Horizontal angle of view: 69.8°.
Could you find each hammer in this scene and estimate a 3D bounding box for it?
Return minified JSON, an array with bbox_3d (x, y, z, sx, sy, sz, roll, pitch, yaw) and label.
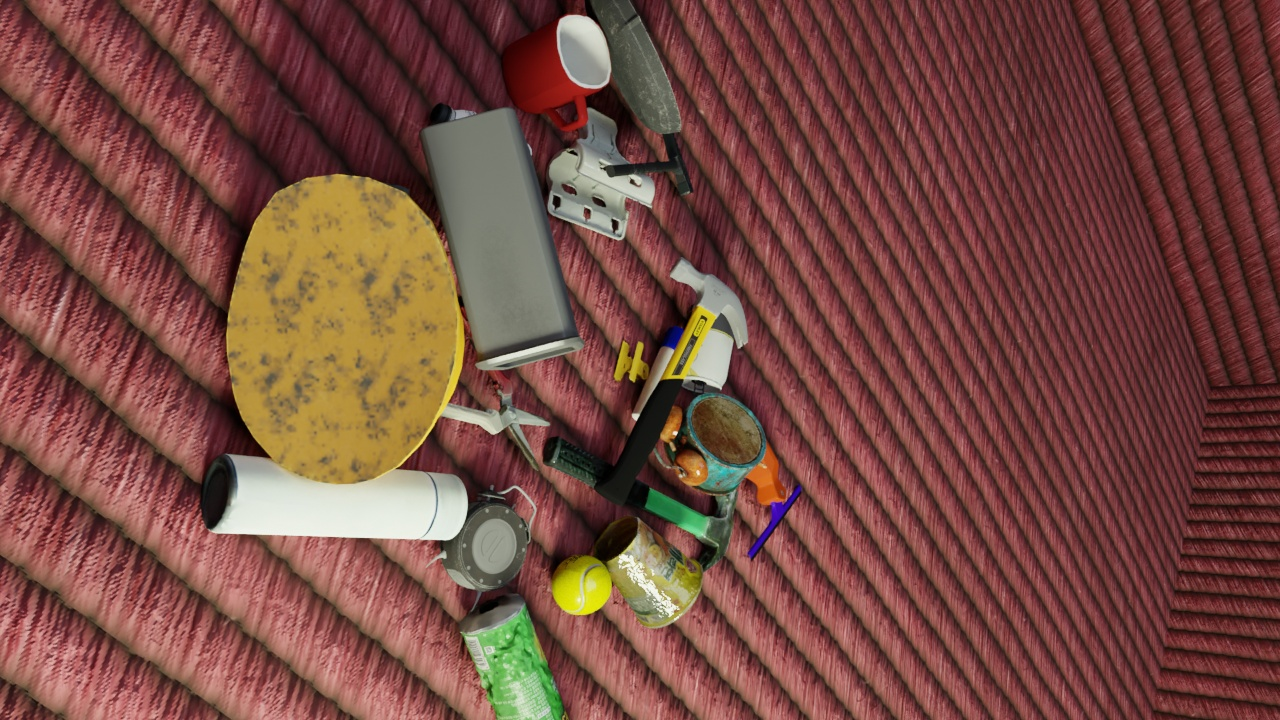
[{"bbox_3d":[0.035,0.030,1.111,0.127,0.029,0.322,31,65,-8],"label":"hammer"},{"bbox_3d":[0.009,-0.234,1.081,0.324,0.015,0.095,-41,113,-70],"label":"hammer"},{"bbox_3d":[0.005,0.169,1.124,0.318,0.032,0.130,33,64,-37],"label":"hammer"}]

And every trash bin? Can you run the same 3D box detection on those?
[{"bbox_3d":[-0.130,-0.108,0.898,0.097,0.192,0.220,-15,90,-2],"label":"trash bin"}]

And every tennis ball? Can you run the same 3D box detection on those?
[{"bbox_3d":[-0.065,0.248,1.017,0.065,0.066,0.065,7,80,-44],"label":"tennis ball"}]

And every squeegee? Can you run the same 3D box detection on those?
[{"bbox_3d":[0.159,0.138,1.255,0.185,0.055,0.249,62,28,0],"label":"squeegee"}]

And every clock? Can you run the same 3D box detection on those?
[{"bbox_3d":[0.077,0.108,1.155,0.157,0.074,0.121,-2,55,-34],"label":"clock"},{"bbox_3d":[-0.160,0.186,0.946,0.091,0.044,0.122,54,52,-26],"label":"clock"}]

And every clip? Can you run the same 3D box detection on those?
[{"bbox_3d":[-0.042,-0.230,1.093,0.126,0.110,0.150,16,84,-46],"label":"clip"},{"bbox_3d":[-0.006,0.006,1.134,0.048,0.046,0.054,20,68,-16],"label":"clip"}]

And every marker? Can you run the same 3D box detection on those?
[{"bbox_3d":[0.024,0.017,1.162,0.023,0.027,0.132,24,63,-1],"label":"marker"}]

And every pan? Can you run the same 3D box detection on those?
[{"bbox_3d":[-0.051,-0.423,1.085,0.040,0.207,0.357,-29,87,-1],"label":"pan"}]

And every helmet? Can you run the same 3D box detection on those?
[{"bbox_3d":[-0.239,-0.025,0.814,0.131,0.205,0.255,-4,96,-80],"label":"helmet"}]

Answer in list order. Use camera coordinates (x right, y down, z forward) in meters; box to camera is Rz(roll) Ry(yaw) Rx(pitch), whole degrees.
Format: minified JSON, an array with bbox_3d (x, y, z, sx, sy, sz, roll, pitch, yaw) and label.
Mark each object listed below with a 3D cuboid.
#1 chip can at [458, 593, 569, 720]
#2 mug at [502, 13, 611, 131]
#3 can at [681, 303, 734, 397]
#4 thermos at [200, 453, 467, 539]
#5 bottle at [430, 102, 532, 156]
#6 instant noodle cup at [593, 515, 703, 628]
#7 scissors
[{"bbox_3d":[-0.119,0.353,0.948,0.075,0.076,0.223,-28,105,-43],"label":"chip can"},{"bbox_3d":[-0.092,-0.317,1.036,0.080,0.097,0.116,-13,94,-45],"label":"mug"},{"bbox_3d":[0.087,-0.013,1.202,0.064,0.064,0.127,29,66,-39],"label":"can"},{"bbox_3d":[-0.268,0.127,0.830,0.229,0.068,0.068,13,76,-43],"label":"thermos"},{"bbox_3d":[-0.172,-0.239,0.987,0.116,0.041,0.041,24,69,-41],"label":"bottle"},{"bbox_3d":[0.004,0.241,1.073,0.108,0.102,0.102,49,54,-23],"label":"instant noodle cup"},{"bbox_3d":[-0.163,0.041,0.959,0.199,0.015,0.178,67,28,-9],"label":"scissors"}]
